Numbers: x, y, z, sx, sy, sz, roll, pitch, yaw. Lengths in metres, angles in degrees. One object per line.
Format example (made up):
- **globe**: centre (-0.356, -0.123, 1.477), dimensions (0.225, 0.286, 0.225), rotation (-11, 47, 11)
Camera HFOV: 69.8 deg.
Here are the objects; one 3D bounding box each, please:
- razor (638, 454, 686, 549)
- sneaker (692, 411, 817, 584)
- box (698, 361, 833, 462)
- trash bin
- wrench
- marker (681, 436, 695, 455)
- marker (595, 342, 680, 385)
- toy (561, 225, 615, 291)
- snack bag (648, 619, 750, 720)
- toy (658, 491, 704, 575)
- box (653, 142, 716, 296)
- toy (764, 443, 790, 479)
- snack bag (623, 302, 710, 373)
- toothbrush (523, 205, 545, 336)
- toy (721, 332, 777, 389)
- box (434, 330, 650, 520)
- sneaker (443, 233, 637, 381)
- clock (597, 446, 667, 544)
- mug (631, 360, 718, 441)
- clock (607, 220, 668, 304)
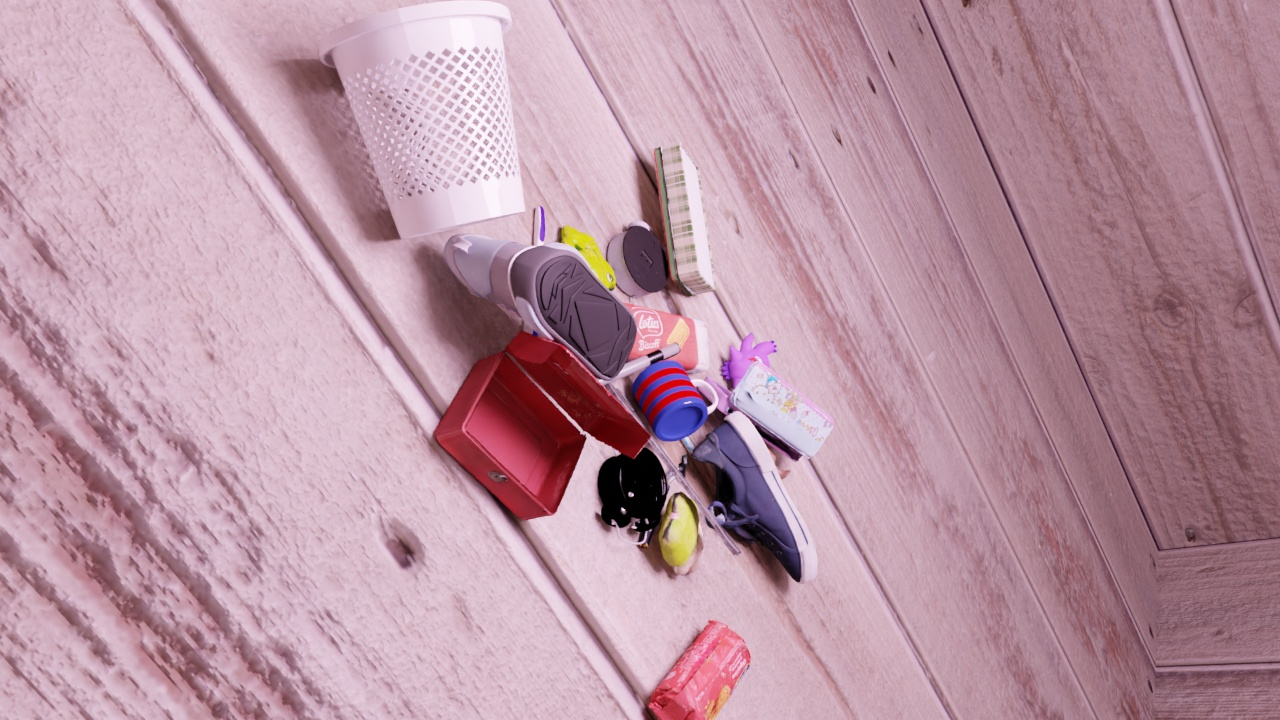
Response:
- **razor**: centre (0.027, 0.184, 1.191), dimensions (0.043, 0.022, 0.143), rotation (90, 24, -46)
- **sneaker**: centre (0.153, 0.220, 1.292), dimensions (0.127, 0.121, 0.295), rotation (-33, 114, -8)
- **box**: centre (0.192, 0.067, 1.353), dimensions (0.214, 0.093, 0.089), rotation (34, 9, -39)
- **trash bin**: centre (-0.207, -0.238, 0.946), dimensions (0.195, 0.196, 0.199), rotation (-25, 105, -52)
- **wrench**: centre (0.042, 0.137, 1.154), dimensions (0.273, 0.010, 0.070), rotation (53, 2, 1)
- **marker**: centre (0.039, 0.073, 1.254), dimensions (0.142, 0.013, 0.013), rotation (58, 40, -18)
- **marker**: centre (-0.007, 0.007, 1.180), dimensions (0.140, 0.016, 0.016), rotation (-23, 95, -31)
- **toy**: centre (-0.068, -0.128, 1.183), dimensions (0.094, 0.036, 0.093), rotation (20, 53, -48)
- **snack bag**: centre (0.078, 0.388, 1.127), dimensions (0.175, 0.083, 0.082), rotation (-35, 104, -52)
- **toy**: centre (0.055, 0.228, 1.178), dimensions (0.118, 0.043, 0.092), rotation (65, 33, -46)
- **box**: centre (0.063, -0.203, 1.334), dimensions (0.117, 0.050, 0.205), rotation (22, 57, -70)
- **toy**: centre (0.182, 0.147, 1.380), dimensions (0.102, 0.042, 0.054), rotation (54, 19, -11)
- **snack bag**: centre (0.014, -0.032, 1.243), dimensions (0.224, 0.041, 0.077), rotation (10, 70, -51)
- **toothbrush**: centre (-0.127, -0.107, 1.116), dimensions (0.016, 0.015, 0.186), rotation (26, 56, -42)
- **toy**: centre (0.165, 0.011, 1.400), dimensions (0.087, 0.056, 0.106), rotation (-7, 92, -48)
- **box**: centre (-0.117, 0.076, 0.988), dimensions (0.165, 0.152, 0.157), rotation (-47, 117, -8)
- **sneaker**: centre (-0.112, -0.064, 1.040), dimensions (0.093, 0.160, 0.256), rotation (-64, 153, -11)
- **clock**: centre (-0.011, 0.165, 1.129), dimensions (0.091, 0.043, 0.120), rotation (19, 62, -46)
- **mug**: centre (0.054, 0.052, 1.195), dimensions (0.111, 0.075, 0.076), rotation (-2, 45, -31)
- **clock**: centre (-0.001, -0.142, 1.270), dimensions (0.094, 0.035, 0.122), rotation (50, 42, -27)
